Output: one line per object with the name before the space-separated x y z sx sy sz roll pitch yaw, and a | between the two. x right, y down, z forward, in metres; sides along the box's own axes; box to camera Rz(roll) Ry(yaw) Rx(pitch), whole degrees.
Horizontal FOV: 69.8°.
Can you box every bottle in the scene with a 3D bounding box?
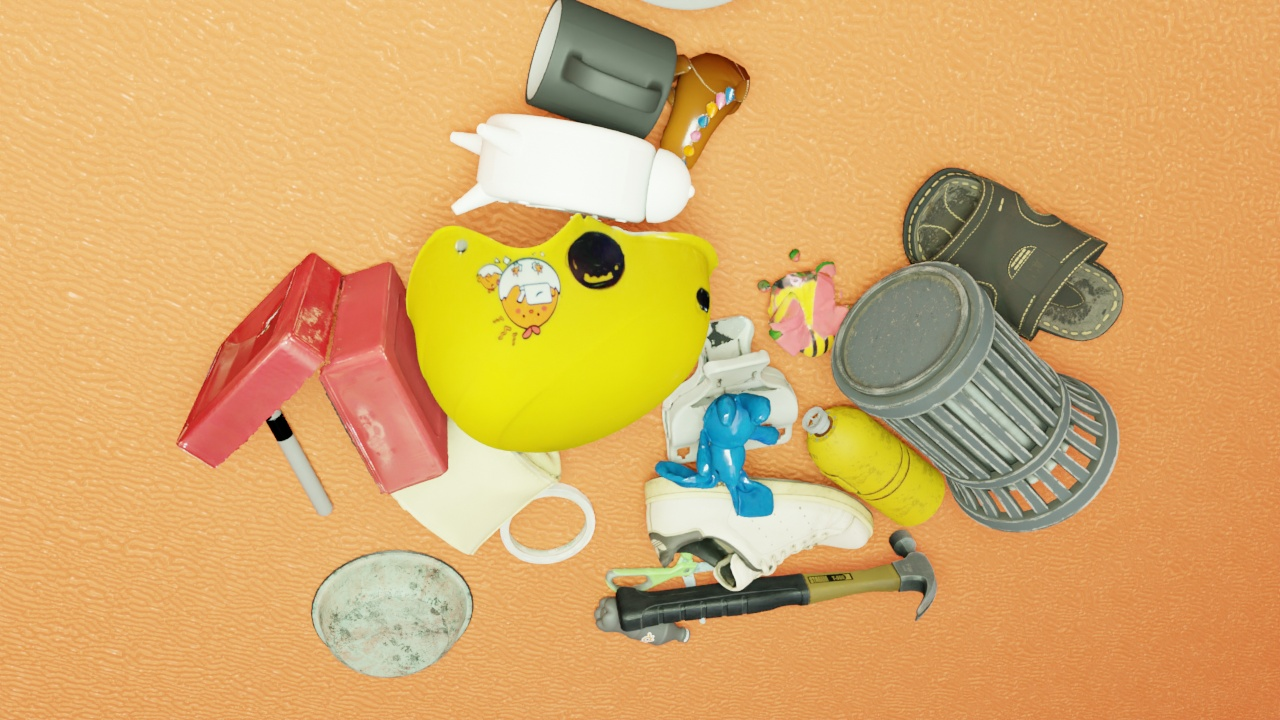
bottle | 0.004 0.281 0.976 0.110 0.036 0.036 22 112 -23
bottle | 0.221 0.097 0.899 0.163 0.071 0.071 35 107 -27

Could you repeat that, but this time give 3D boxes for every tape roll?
tape roll | -0.091 0.160 0.899 0.093 0.013 0.093 -5 121 -9

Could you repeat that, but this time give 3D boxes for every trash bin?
trash bin | 0.288 0.030 0.808 0.227 0.164 0.164 35 107 -32

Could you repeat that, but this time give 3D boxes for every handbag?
handbag | -0.145 0.094 0.813 0.119 0.081 0.111 -42 112 14

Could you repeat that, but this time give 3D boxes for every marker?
marker | -0.304 0.081 0.804 0.016 0.016 0.141 -17 122 -3

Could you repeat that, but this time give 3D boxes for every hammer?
hammer | 0.142 0.238 0.941 0.333 0.117 0.025 -6 119 -7

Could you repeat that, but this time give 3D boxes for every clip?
clip | 0.082 0.033 0.843 0.124 0.072 0.143 -13 129 -8

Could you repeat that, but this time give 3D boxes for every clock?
clock | -0.052 -0.129 0.667 0.160 0.125 0.073 7 98 -22

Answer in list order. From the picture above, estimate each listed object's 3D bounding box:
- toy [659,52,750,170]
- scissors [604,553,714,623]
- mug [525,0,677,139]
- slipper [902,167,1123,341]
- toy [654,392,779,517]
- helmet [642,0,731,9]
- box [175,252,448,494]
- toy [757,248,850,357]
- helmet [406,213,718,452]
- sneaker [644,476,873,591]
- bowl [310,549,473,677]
toy | 0.048 -0.181 0.683 0.070 0.103 0.090 19 107 -23
scissors | 0.048 0.215 0.962 0.171 0.022 0.174 -3 115 -14
mug | -0.025 -0.200 0.645 0.088 0.113 0.078 15 113 -20
slipper | 0.343 -0.082 0.819 0.267 0.075 0.113 25 111 -24
toy | 0.071 0.075 0.795 0.113 0.070 0.177 0 141 -2
helmet | 0.007 -0.365 0.563 0.184 0.117 0.271 -11 133 30
box | -0.222 0.017 0.704 0.168 0.157 0.154 37 108 -27
toy | 0.150 -0.043 0.819 0.084 0.046 0.103 -50 122 -8
helmet | -0.051 -0.004 0.686 0.240 0.139 0.209 -4 162 -6
sneaker | 0.119 0.173 0.889 0.241 0.102 0.089 10 153 -14
bowl | -0.244 0.260 0.907 0.157 0.038 0.158 -5 121 -10
